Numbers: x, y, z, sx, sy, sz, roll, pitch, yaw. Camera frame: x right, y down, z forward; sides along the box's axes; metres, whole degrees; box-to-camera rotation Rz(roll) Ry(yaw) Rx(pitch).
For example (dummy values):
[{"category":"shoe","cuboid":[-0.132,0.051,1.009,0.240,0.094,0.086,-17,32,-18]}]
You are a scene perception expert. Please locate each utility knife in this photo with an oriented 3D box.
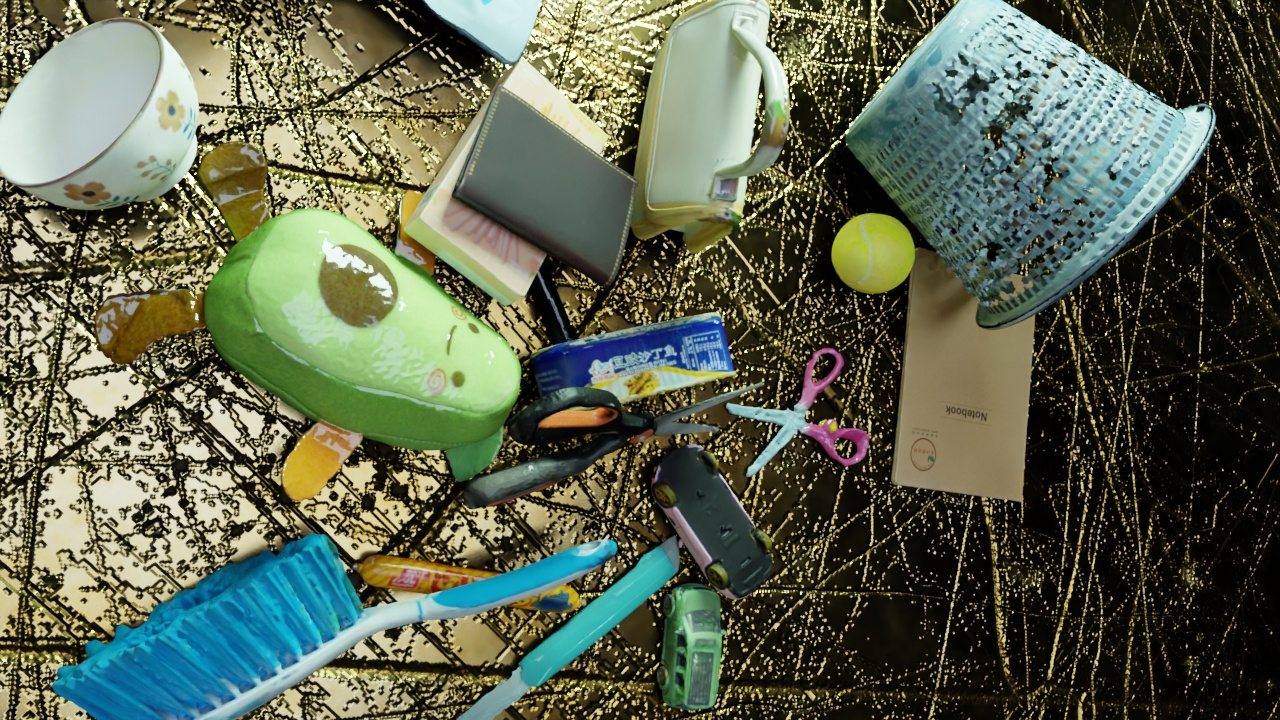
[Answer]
[{"category":"utility knife","cuboid":[-0.048,0.195,0.650,0.209,0.013,0.029,-34,101,-25]}]

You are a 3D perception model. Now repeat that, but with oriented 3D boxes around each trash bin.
[{"category":"trash bin","cuboid":[0.281,-0.170,0.725,0.195,0.227,0.226,41,71,0]}]

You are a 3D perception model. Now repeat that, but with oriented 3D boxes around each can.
[{"category":"can","cuboid":[-0.004,0.004,0.650,0.148,0.075,0.049,-12,88,-24]}]

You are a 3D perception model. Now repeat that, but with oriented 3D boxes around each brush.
[{"category":"brush","cuboid":[-0.171,0.149,0.560,0.314,0.060,0.109,-28,104,-13]}]

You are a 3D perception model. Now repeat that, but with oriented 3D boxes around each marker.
[{"category":"marker","cuboid":[-0.079,-0.072,0.649,0.020,0.022,0.132,-21,97,12]}]

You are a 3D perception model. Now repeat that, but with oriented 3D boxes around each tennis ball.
[{"category":"tennis ball","cuboid":[0.189,-0.087,0.745,0.065,0.066,0.065,2,86,-24]}]

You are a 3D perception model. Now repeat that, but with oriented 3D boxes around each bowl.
[{"category":"bowl","cuboid":[-0.297,-0.130,0.522,0.113,0.113,0.062,-62,151,-15]}]

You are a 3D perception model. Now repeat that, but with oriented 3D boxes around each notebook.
[{"category":"notebook","cuboid":[0.292,0.015,0.817,0.147,0.008,0.207,10,82,-23]}]

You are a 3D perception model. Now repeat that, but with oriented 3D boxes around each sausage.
[{"category":"sausage","cuboid":[-0.112,0.152,0.620,0.165,0.021,0.021,15,81,-23]}]

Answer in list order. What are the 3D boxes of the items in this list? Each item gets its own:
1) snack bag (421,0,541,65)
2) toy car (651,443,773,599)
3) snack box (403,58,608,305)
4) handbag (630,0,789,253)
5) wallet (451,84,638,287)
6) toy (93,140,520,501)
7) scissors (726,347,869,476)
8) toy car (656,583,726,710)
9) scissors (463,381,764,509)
[{"category":"snack bag","cuboid":[-0.153,-0.283,0.614,0.191,0.039,0.110,24,50,-20]},{"category":"toy car","cuboid":[0.052,0.121,0.689,0.056,0.037,0.122,-32,88,-30]},{"category":"snack box","cuboid":[-0.086,-0.123,0.621,0.084,0.026,0.157,37,58,-24]},{"category":"handbag","cuboid":[0.049,-0.168,0.628,0.063,0.179,0.163,10,84,-19]},{"category":"wallet","cuboid":[-0.058,-0.116,0.611,0.122,0.020,0.096,30,56,-28]},{"category":"toy","cuboid":[-0.178,-0.020,0.562,0.246,0.090,0.226,29,60,-23]},{"category":"scissors","cuboid":[0.130,0.041,0.740,0.133,0.017,0.128,13,84,-19]},{"category":"toy car","cuboid":[0.039,0.212,0.678,0.043,0.036,0.091,7,80,-22]},{"category":"scissors","cuboid":[-0.016,0.050,0.615,0.221,0.222,0.021,-25,69,0]}]
